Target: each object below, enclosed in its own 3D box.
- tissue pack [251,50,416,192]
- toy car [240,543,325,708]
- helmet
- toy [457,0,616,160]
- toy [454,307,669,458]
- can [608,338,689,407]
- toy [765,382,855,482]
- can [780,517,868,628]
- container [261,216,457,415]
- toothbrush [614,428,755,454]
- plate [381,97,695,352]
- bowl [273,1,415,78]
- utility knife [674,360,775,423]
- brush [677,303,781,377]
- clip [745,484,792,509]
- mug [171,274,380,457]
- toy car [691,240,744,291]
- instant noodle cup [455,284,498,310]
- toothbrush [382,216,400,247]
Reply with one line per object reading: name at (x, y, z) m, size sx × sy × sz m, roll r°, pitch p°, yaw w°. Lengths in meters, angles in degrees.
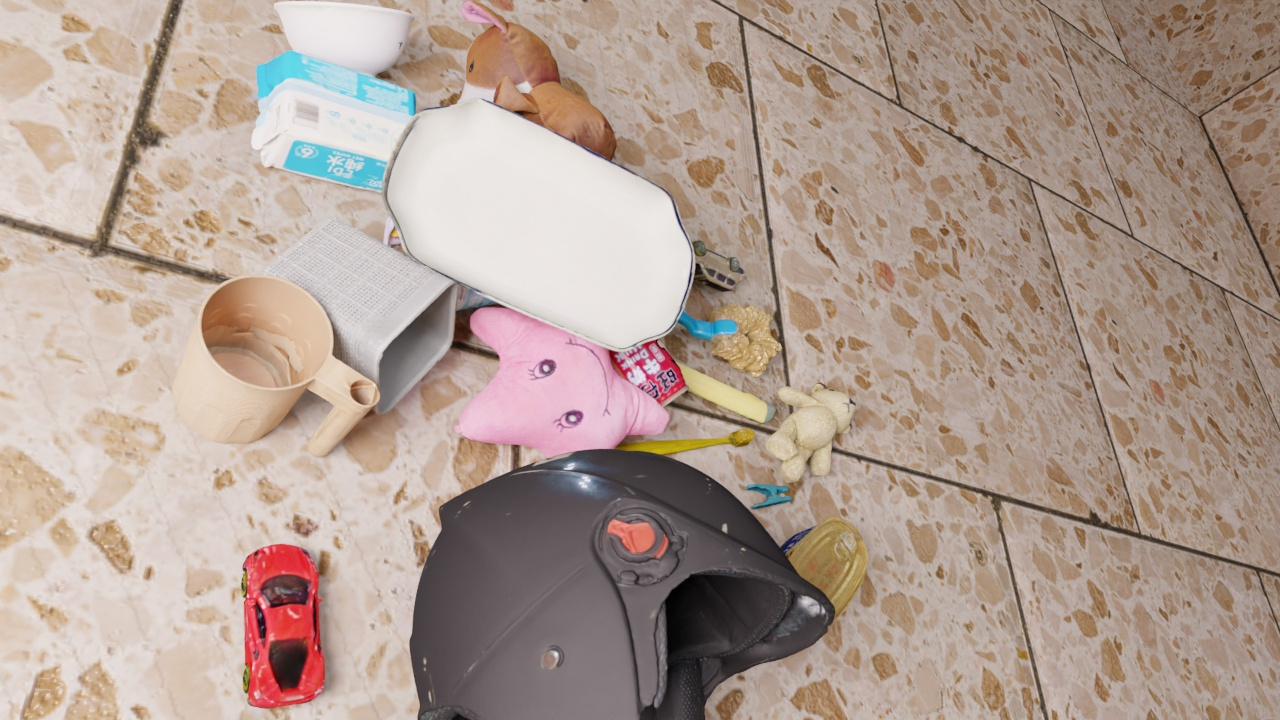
tissue pack at (-0.256, -0.198, 0.782) m, size 0.140 × 0.063 × 0.090 m, roll 10°, pitch 61°, yaw -32°
toy car at (-0.235, 0.171, 0.602) m, size 0.049 × 0.031 × 0.106 m, roll 7°, pitch 59°, yaw -36°
helmet at (-0.021, 0.169, 0.616) m, size 0.274 × 0.234 × 0.230 m, roll -21°, pitch 56°, yaw -3°
toy at (-0.114, -0.246, 0.892) m, size 0.130 × 0.140 × 0.199 m, roll -26°, pitch 78°, yaw -8°
toy at (-0.072, 0.035, 0.779) m, size 0.178 × 0.075 × 0.194 m, roll -23°, pitch 90°, yaw -22°
can at (-0.005, 0.005, 0.854) m, size 0.066 × 0.067 × 0.094 m, roll -33°, pitch 87°, yaw -44°
toy at (0.177, 0.073, 0.955) m, size 0.105 × 0.066 × 0.156 m, roll 58°, pitch 39°, yaw -2°
can at (0.160, 0.209, 0.873) m, size 0.074 × 0.049 × 0.147 m, roll 54°, pitch 46°, yaw 1°
container at (-0.211, -0.037, 0.684) m, size 0.114 × 0.090 × 0.090 m, roll 32°, pitch 53°, yaw 8°
toothbrush at (0.039, 0.080, 0.879) m, size 0.189 × 0.017 × 0.015 m, roll -2°, pitch 65°, yaw -39°
plate at (-0.080, -0.106, 0.753) m, size 0.265 × 0.034 × 0.161 m, roll 23°, pitch 68°, yaw -18°
bowl at (-0.260, -0.277, 0.814) m, size 0.118 × 0.118 × 0.065 m, roll -10°, pitch 108°, yaw -41°
utility knife at (0.055, 0.019, 0.926) m, size 0.207 × 0.021 × 0.030 m, roll 28°, pitch 46°, yaw -25°
brush at (0.049, -0.044, 0.933) m, size 0.254 × 0.046 × 0.083 m, roll 19°, pitch 58°, yaw -35°
clip at (0.129, 0.135, 0.919) m, size 0.056 × 0.014 × 0.040 m, roll 2°, pitch 64°, yaw -38°
mug at (-0.251, 0.014, 0.631) m, size 0.124 × 0.104 × 0.084 m, roll 35°, pitch 48°, yaw -16°
toy car at (0.069, -0.103, 0.993) m, size 0.090 × 0.042 × 0.035 m, roll 23°, pitch 74°, yaw -33°
instant noodle cup at (-0.124, -0.096, 0.802) m, size 0.120 × 0.111 × 0.111 m, roll -21°, pitch 78°, yaw -37°
toothbrush at (-0.214, -0.038, 0.751) m, size 0.021 × 0.029 × 0.188 m, roll -2°, pitch 60°, yaw 6°
